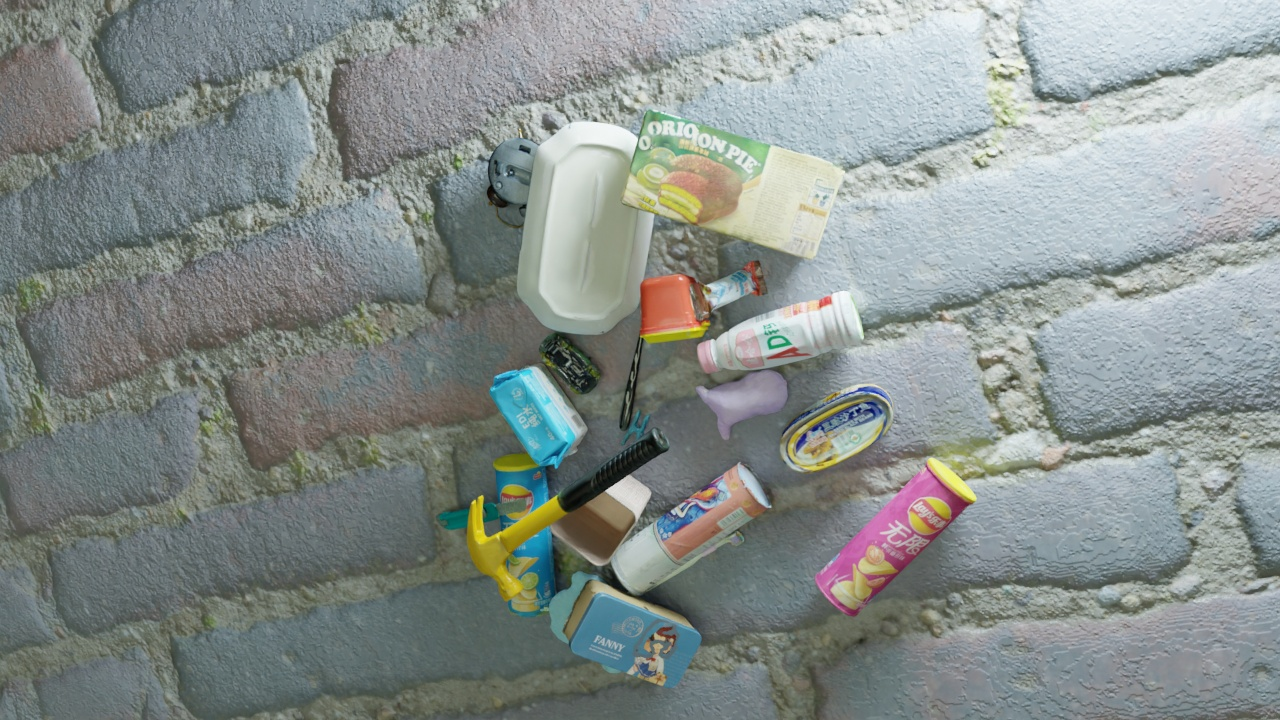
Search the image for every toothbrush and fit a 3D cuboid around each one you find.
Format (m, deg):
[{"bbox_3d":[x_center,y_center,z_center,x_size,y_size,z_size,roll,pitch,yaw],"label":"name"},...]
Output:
[{"bbox_3d":[0.054,0.276,1.221,0.190,0.029,0.020,-33,48,18],"label":"toothbrush"},{"bbox_3d":[-0.007,0.007,1.192,0.016,0.018,0.181,13,104,9],"label":"toothbrush"}]

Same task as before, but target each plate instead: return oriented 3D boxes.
[{"bbox_3d":[-0.064,-0.159,1.138,0.162,0.034,0.266,8,103,-10],"label":"plate"}]

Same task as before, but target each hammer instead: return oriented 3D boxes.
[{"bbox_3d":[-0.092,0.172,1.116,0.301,0.032,0.129,-35,90,18],"label":"hammer"}]

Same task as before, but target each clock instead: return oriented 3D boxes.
[{"bbox_3d":[-0.151,-0.228,1.168,0.082,0.055,0.122,23,105,8],"label":"clock"}]

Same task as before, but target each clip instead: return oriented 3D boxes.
[{"bbox_3d":[-0.005,0.093,1.207,0.042,0.014,0.056,28,107,8],"label":"clip"}]

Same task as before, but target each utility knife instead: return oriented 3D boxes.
[{"bbox_3d":[-0.216,0.206,1.233,0.216,0.013,0.029,-21,96,44],"label":"utility knife"}]

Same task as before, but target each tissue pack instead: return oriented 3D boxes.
[{"bbox_3d":[-0.133,0.070,1.196,0.063,0.089,0.140,-34,90,17],"label":"tissue pack"}]

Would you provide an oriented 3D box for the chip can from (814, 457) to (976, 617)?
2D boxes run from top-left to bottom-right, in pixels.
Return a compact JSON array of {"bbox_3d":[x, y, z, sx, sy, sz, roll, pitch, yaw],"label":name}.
[{"bbox_3d":[0.307,0.217,1.118,0.071,0.071,0.211,41,107,5],"label":"chip can"}]

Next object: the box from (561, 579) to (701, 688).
[{"bbox_3d":[-0.016,0.350,1.184,0.184,0.061,0.090,26,92,-24],"label":"box"}]

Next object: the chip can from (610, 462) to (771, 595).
[{"bbox_3d":[0.064,0.218,1.181,0.215,0.071,0.071,-37,89,17],"label":"chip can"}]

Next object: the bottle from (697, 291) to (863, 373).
[{"bbox_3d":[0.167,-0.026,1.117,0.197,0.068,0.068,-16,95,19],"label":"bottle"}]

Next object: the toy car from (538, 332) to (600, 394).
[{"bbox_3d":[-0.091,0.003,1.201,0.043,0.036,0.091,-44,86,16],"label":"toy car"}]

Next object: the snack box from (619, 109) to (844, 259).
[{"bbox_3d":[0.105,-0.206,1.077,0.240,0.063,0.114,16,103,-1],"label":"snack box"}]

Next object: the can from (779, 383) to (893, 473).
[{"bbox_3d":[0.239,0.084,1.124,0.148,0.049,0.074,-30,91,17],"label":"can"}]

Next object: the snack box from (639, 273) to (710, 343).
[{"bbox_3d":[0.040,-0.064,1.131,0.082,0.091,0.080,-6,91,16],"label":"snack box"}]

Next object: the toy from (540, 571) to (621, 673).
[{"bbox_3d":[-0.056,0.352,1.231,0.156,0.049,0.161,-1,108,-10],"label":"toy"}]

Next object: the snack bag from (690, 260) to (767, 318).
[{"bbox_3d":[0.109,-0.087,1.118,0.026,0.104,0.048,-11,98,58],"label":"snack bag"}]

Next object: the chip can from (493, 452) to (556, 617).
[{"bbox_3d":[-0.154,0.235,1.240,0.071,0.071,0.210,-1,99,14],"label":"chip can"}]

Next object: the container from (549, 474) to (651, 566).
[{"bbox_3d":[-0.046,0.192,1.183,0.090,0.110,0.090,35,105,6],"label":"container"}]

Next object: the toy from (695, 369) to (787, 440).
[{"bbox_3d":[0.135,0.050,1.152,0.108,0.038,0.084,-22,111,13],"label":"toy"}]
